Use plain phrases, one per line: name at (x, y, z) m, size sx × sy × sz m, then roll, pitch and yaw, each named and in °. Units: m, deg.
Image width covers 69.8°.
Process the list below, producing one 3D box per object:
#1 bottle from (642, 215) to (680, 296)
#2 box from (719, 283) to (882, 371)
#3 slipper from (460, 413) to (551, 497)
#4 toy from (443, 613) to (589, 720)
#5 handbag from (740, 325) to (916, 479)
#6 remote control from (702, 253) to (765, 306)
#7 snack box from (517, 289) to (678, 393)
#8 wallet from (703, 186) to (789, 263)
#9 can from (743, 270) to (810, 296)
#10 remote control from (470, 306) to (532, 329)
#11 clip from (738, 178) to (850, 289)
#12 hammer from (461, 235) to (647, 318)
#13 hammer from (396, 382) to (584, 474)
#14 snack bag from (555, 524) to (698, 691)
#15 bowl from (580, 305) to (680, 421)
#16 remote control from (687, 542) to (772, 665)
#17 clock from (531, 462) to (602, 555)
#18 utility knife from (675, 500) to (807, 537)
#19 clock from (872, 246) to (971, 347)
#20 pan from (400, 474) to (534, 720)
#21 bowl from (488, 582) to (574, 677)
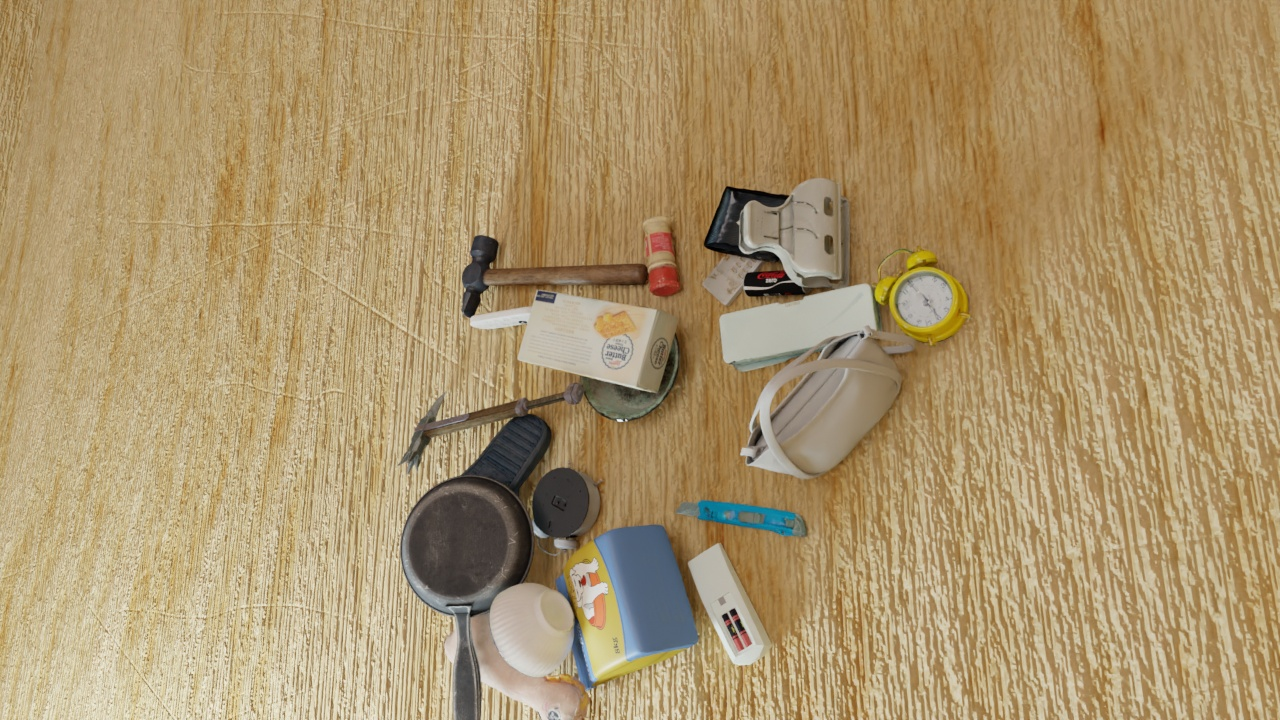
bottle at (0.028, -0.144, 1.256) m, size 0.044 × 0.044 × 0.109 m, roll -17°, pitch 68°, yaw 28°
box at (0.194, -0.039, 1.121) m, size 0.199 × 0.066 × 0.082 m, roll -13°, pitch 51°, yaw 28°
slipper at (-0.211, 0.197, 1.304) m, size 0.101 × 0.082 × 0.263 m, roll 30°, pitch 75°, yaw 32°
toy at (-0.167, 0.382, 1.220) m, size 0.265 × 0.065 × 0.196 m, roll 10°, pitch 91°, yaw 40°
handbag at (0.192, 0.032, 0.996) m, size 0.216 × 0.222 × 0.095 m, roll -50°, pitch 58°, yaw 12°
remote control at (0.140, -0.137, 1.201) m, size 0.136 × 0.011 × 0.050 m, roll -51°, pitch 57°, yaw 11°
snack box at (-0.060, -0.027, 1.223) m, size 0.208 × 0.057 × 0.104 m, roll 12°, pitch 84°, yaw 35°
wallet at (0.144, -0.176, 1.184) m, size 0.115 × 0.026 × 0.089 m, roll 18°, pitch 86°, yaw 34°
can at (0.172, -0.098, 1.158) m, size 0.081 × 0.031 × 0.031 m, roll 0°, pitch 77°, yaw 32°
remote control at (-0.199, -0.063, 1.378) m, size 0.137 × 0.043 × 0.013 m, roll -7°, pitch 74°, yaw 31°
clip at (0.194, -0.157, 1.094) m, size 0.097 × 0.152 × 0.126 m, roll 150°, pitch 126°, yaw -63°
hammer at (-0.133, -0.124, 1.353) m, size 0.322 × 0.040 × 0.129 m, roll 2°, pitch 72°, yaw 30°
hammer at (-0.209, 0.074, 1.321) m, size 0.318 × 0.028 × 0.146 m, roll -15°, pitch 42°, yaw 32°
snack bag at (-0.038, 0.315, 1.153) m, size 0.206 × 0.102 × 0.159 m, roll -42°, pitch 56°, yaw 42°
bowl at (-0.007, 0.007, 1.240) m, size 0.158 × 0.038 × 0.157 m, roll -9°, pitch 73°, yaw 30°
remote control at (0.104, 0.294, 1.102) m, size 0.050 × 0.024 × 0.143 m, roll -37°, pitch 61°, yaw 19°
clock at (-0.105, 0.206, 1.253) m, size 0.095 × 0.035 × 0.122 m, roll 23°, pitch 91°, yaw 35°
utility knife at (0.121, 0.192, 1.125) m, size 0.179 × 0.015 × 0.031 m, roll 1°, pitch 73°, yaw 34°
clock at (0.318, -0.074, 1.042) m, size 0.083 × 0.057 × 0.118 m, roll -41°, pitch 66°, yaw 17°
pan at (-0.231, 0.327, 1.202) m, size 0.187 × 0.055 × 0.356 m, roll -4°, pitch 76°, yaw 9°
bowl at (-0.124, 0.326, 1.143) m, size 0.062 × 0.118 × 0.118 m, roll -39°, pitch 60°, yaw 26°
